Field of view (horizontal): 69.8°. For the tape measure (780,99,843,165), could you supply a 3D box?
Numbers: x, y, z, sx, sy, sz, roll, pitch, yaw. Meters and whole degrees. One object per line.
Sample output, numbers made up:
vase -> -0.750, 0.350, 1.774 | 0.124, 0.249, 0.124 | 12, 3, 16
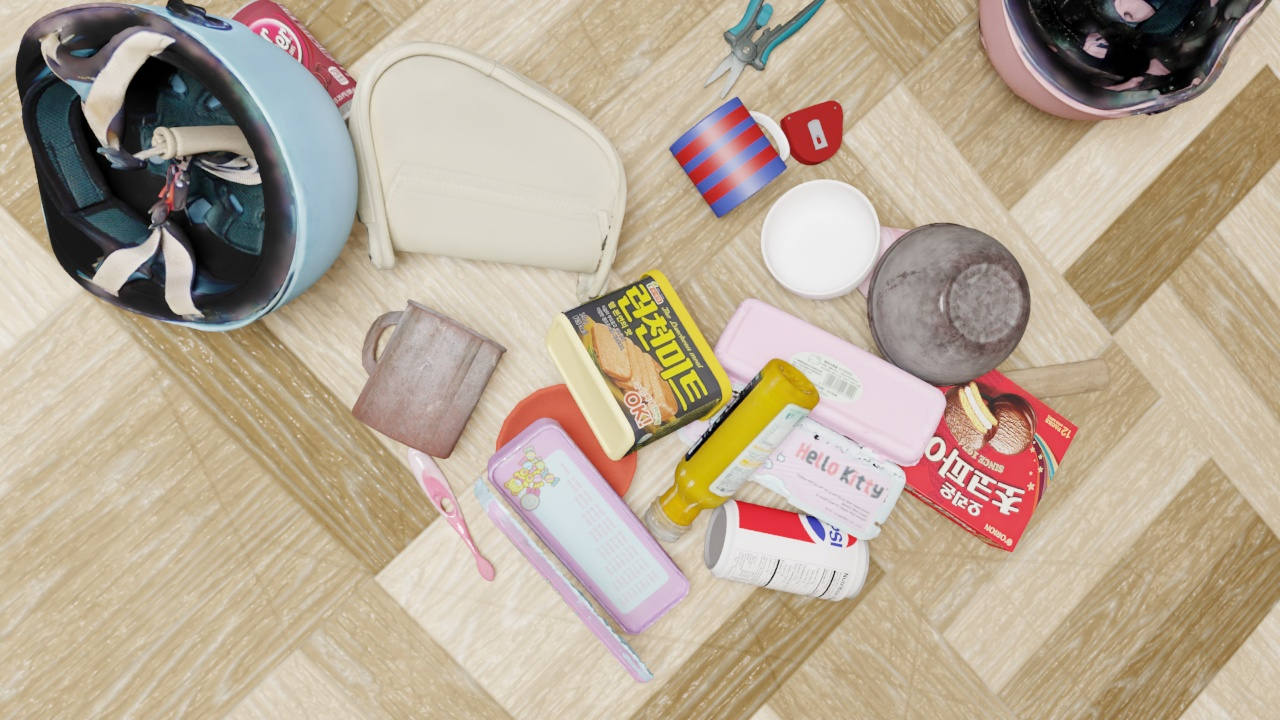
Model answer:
tape measure -> 0.165, -0.211, 0.853 | 0.059, 0.019, 0.051 | -21, 93, -11

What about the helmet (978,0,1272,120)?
helmet -> 0.412, -0.331, 0.835 | 0.230, 0.152, 0.255 | 45, 83, -10

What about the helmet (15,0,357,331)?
helmet -> -0.307, -0.144, 0.663 | 0.266, 0.166, 0.226 | 20, 120, 24

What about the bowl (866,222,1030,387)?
bowl -> 0.274, -0.048, 0.781 | 0.145, 0.067, 0.145 | 0, 92, -12

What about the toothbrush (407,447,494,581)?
toothbrush -> -0.162, 0.132, 0.789 | 0.021, 0.016, 0.135 | -31, 93, -10

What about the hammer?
hammer -> 0.301, 0.032, 0.879 | 0.330, 0.031, 0.119 | -7, 91, -14

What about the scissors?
scissors -> 0.115, -0.309, 0.845 | 0.120, 0.019, 0.150 | 1, 94, -14

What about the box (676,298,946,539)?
box -> 0.145, 0.048, 0.796 | 0.201, 0.059, 0.155 | 27, 88, 11

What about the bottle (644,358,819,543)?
bottle -> 0.072, 0.081, 0.779 | 0.053, 0.053, 0.186 | 36, 113, -9

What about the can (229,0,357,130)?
can -> -0.279, -0.232, 0.745 | 0.063, 0.063, 0.114 | -44, 97, -9

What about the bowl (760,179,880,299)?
bowl -> 0.163, -0.104, 0.824 | 0.105, 0.054, 0.104 | -3, 80, 18

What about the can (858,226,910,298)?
can -> 0.246, -0.087, 0.843 | 0.076, 0.067, 0.067 | 4, 88, -12

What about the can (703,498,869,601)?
can -> 0.128, 0.169, 0.816 | 0.132, 0.070, 0.070 | 13, 87, -11

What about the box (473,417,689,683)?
box -> -0.039, 0.156, 0.738 | 0.090, 0.092, 0.214 | -38, 111, -3

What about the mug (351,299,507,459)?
mug -> -0.186, 0.010, 0.756 | 0.123, 0.096, 0.110 | 24, 79, 26

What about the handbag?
handbag -> -0.127, -0.155, 0.762 | 0.229, 0.132, 0.184 | 8, 105, -20

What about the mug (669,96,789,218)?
mug -> 0.088, -0.188, 0.818 | 0.111, 0.075, 0.076 | -41, 97, -34

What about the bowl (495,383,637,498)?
bowl -> -0.066, 0.081, 0.797 | 0.122, 0.035, 0.122 | 0, 89, -11

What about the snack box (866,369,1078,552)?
snack box -> 0.306, 0.079, 0.846 | 0.152, 0.036, 0.132 | 33, 83, -11

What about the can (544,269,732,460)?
can -> -0.005, 0.004, 0.765 | 0.100, 0.073, 0.130 | -25, 76, -25
